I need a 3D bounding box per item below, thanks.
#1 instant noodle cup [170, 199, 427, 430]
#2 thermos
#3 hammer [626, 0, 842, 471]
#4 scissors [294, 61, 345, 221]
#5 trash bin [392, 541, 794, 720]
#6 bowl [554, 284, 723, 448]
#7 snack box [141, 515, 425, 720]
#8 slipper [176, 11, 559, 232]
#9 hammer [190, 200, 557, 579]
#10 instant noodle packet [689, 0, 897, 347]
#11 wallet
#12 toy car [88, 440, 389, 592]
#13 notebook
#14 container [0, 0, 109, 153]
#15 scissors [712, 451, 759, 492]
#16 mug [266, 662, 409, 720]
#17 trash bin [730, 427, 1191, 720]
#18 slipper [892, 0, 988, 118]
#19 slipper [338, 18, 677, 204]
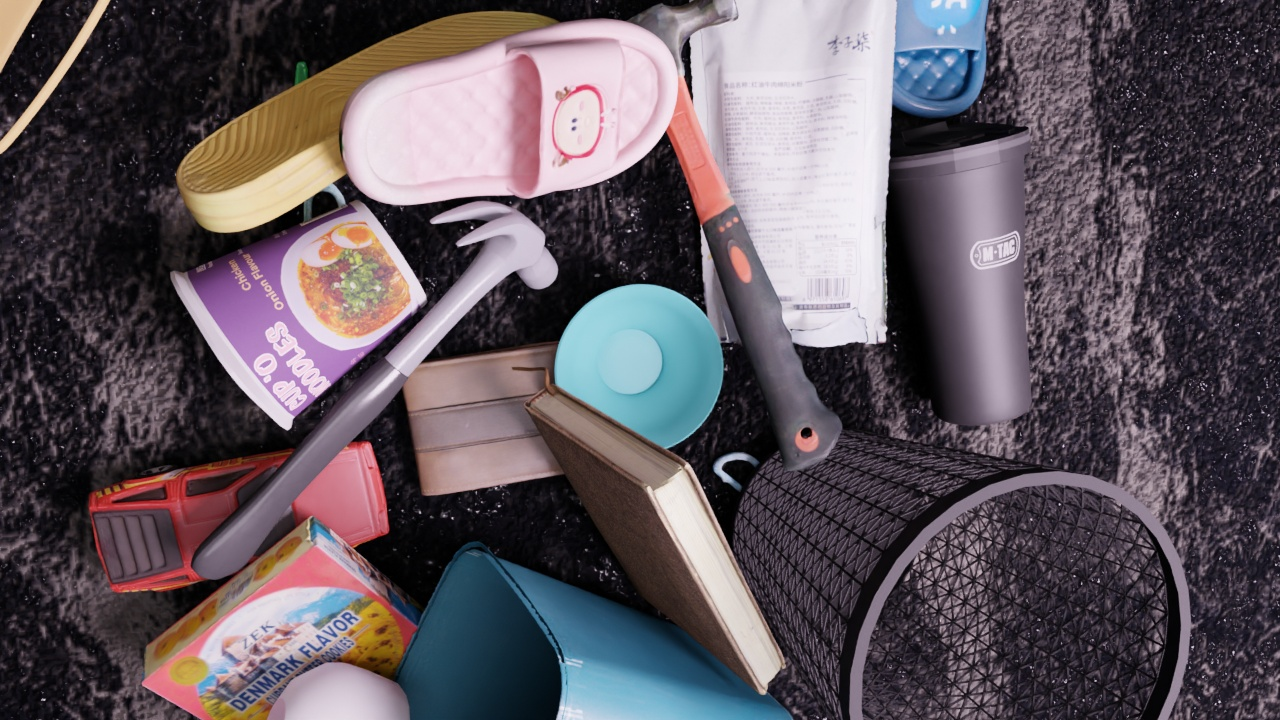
[{"bbox_3d":[-0.212,-0.038,0.597,0.121,0.137,0.122,-35,111,-13],"label":"instant noodle cup"},{"bbox_3d":[0.242,-0.066,0.683,0.105,0.106,0.219,-15,105,-8],"label":"thermos"},{"bbox_3d":[0.059,-0.085,0.633,0.133,0.033,0.333,-22,86,7],"label":"hammer"},{"bbox_3d":[-0.226,-0.137,0.633,0.129,0.012,0.117,-42,105,-3],"label":"scissors"},{"bbox_3d":[-0.034,0.260,0.619,0.218,0.199,0.196,23,94,-32],"label":"trash bin"},{"bbox_3d":[-0.004,0.004,0.673,0.121,0.046,0.121,-1,98,-10],"label":"bowl"},{"bbox_3d":[-0.236,0.201,0.641,0.142,0.040,0.145,-38,125,-2],"label":"snack box"},{"bbox_3d":[-0.163,-0.149,0.597,0.262,0.099,0.078,-34,142,-20],"label":"slipper"},{"bbox_3d":[-0.176,0.020,0.598,0.029,0.125,0.310,40,85,19],"label":"hammer"},{"bbox_3d":[0.109,-0.145,0.662,0.147,0.057,0.269,1,98,19],"label":"instant noodle packet"},{"bbox_3d":[-0.108,0.042,0.672,0.121,0.027,0.099,-9,97,-9],"label":"wallet"},{"bbox_3d":[-0.275,0.107,0.639,0.189,0.056,0.081,-11,101,-11],"label":"toy car"},{"bbox_3d":[-0.002,0.110,0.622,0.034,0.190,0.215,-40,128,-19],"label":"notebook"},{"bbox_3d":[-0.398,-0.233,0.532,0.167,0.129,0.183,33,91,-3],"label":"container"},{"bbox_3d":[0.098,0.123,0.727,0.125,0.013,0.130,-42,107,-4],"label":"scissors"},{"bbox_3d":[-0.212,0.252,0.608,0.076,0.090,0.124,23,138,-32],"label":"mug"},{"bbox_3d":[0.180,0.149,0.617,0.216,0.243,0.217,-2,99,-15],"label":"trash bin"},{"bbox_3d":[0.203,-0.284,0.664,0.103,0.059,0.214,-9,98,-6],"label":"slipper"},{"bbox_3d":[-0.072,-0.144,0.561,0.221,0.055,0.107,-18,130,-26],"label":"slipper"}]
